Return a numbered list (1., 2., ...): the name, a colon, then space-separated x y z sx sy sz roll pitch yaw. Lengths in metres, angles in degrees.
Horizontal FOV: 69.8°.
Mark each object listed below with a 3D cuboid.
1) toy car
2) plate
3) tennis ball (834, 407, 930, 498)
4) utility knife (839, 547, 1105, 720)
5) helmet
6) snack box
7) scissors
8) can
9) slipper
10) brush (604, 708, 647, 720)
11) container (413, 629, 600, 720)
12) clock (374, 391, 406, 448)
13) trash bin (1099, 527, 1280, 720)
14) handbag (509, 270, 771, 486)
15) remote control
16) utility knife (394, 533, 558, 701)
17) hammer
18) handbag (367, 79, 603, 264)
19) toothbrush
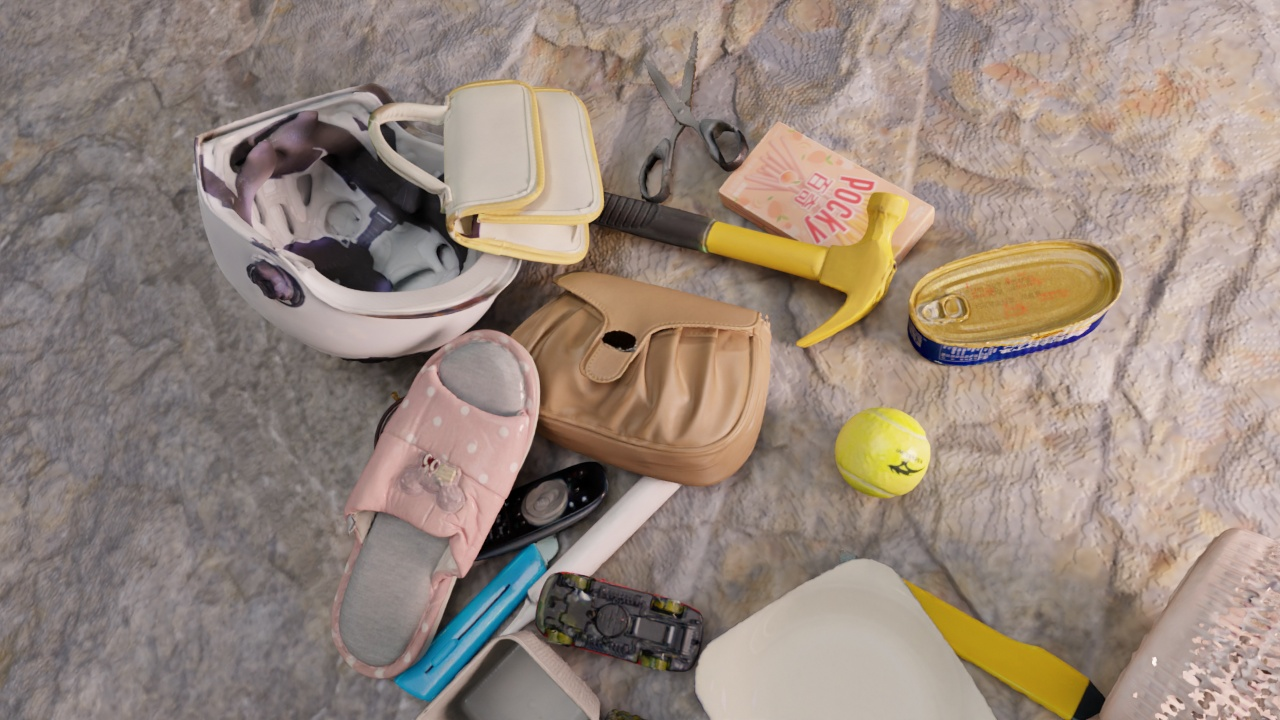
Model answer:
1. toy car: -0.015 0.187 0.655 0.120 0.045 0.052 14 76 7
2. plate: 0.136 0.233 0.612 0.163 0.034 0.164 -31 65 0
3. tennis ball: 0.172 0.065 0.653 0.065 0.065 0.065 -5 68 11
4. utility knife: 0.219 0.183 0.622 0.192 0.015 0.033 29 74 22
5. helmet: -0.231 -0.091 0.751 0.258 0.146 0.228 38 45 6
6. snack box: 0.151 -0.127 0.755 0.157 0.026 0.084 36 81 23
7. scissors: 0.037 -0.213 0.813 0.179 0.014 0.159 36 91 39
8. can: 0.273 -0.042 0.680 0.148 0.049 0.074 -13 66 8
9. slipper: -0.157 0.104 0.662 0.114 0.054 0.274 27 96 19
10. brush: 0.016 0.287 0.592 0.146 0.063 0.069 18 84 38
11. container: -0.082 0.237 0.610 0.090 0.114 0.090 -44 81 -7
12. clock: -0.166 0.079 0.731 0.082 0.055 0.121 -10 69 9
13. trash bin: 0.372 0.200 0.487 0.192 0.227 0.227 33 79 35
14. handbag: -0.004 0.004 0.693 0.205 0.100 0.147 15 63 23
15. remote control: -0.086 0.120 0.709 0.136 0.024 0.053 -23 41 3
16. utility knife: -0.119 0.192 0.696 0.034 0.018 0.161 40 80 24
17. hammer: 0.057 -0.101 0.749 0.301 0.032 0.129 19 95 24
18. handbag: -0.124 -0.161 0.725 0.178 0.063 0.163 5 51 -18
19. toothbrush: -0.055 0.162 0.688 0.221 0.027 0.026 -44 90 -7
